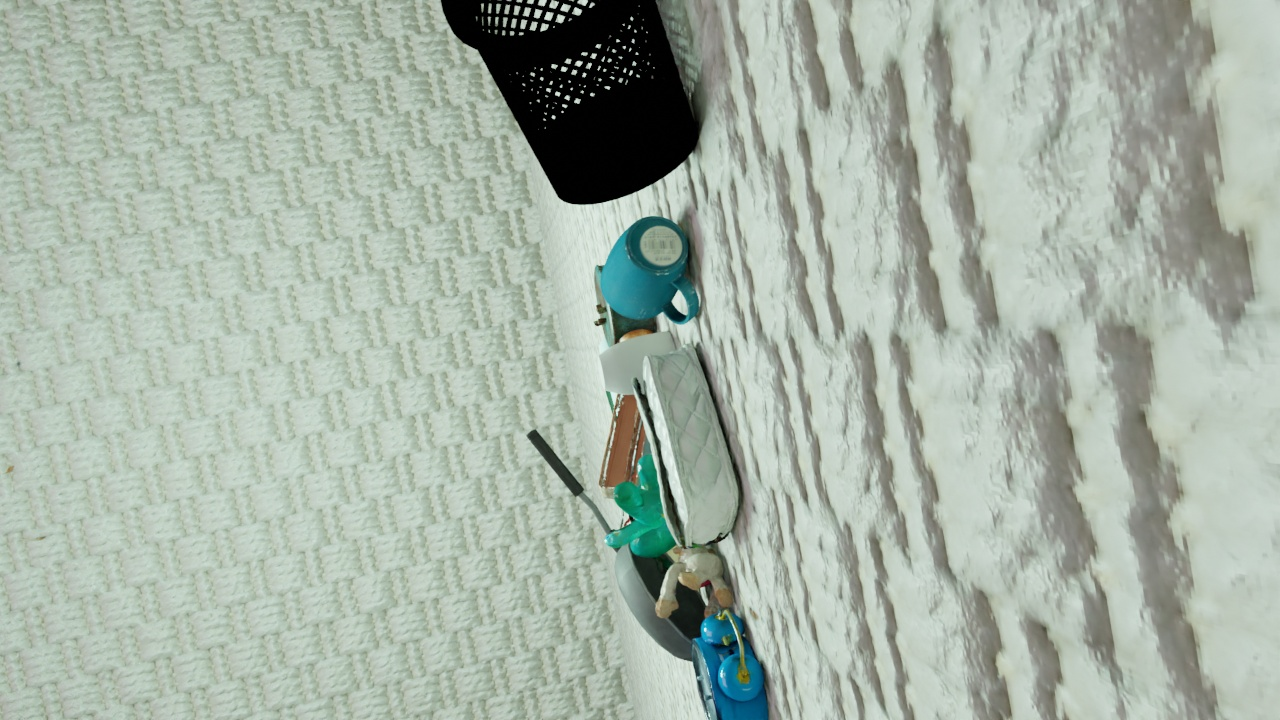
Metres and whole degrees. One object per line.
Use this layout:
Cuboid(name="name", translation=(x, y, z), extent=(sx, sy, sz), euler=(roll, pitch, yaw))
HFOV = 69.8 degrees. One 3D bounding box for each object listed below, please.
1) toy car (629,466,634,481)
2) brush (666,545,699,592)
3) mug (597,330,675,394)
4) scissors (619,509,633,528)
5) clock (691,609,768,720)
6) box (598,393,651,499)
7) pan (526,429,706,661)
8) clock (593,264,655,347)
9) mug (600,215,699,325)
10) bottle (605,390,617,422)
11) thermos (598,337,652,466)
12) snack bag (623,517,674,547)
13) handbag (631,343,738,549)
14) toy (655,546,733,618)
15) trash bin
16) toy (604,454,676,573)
Cuboid(name="toy car", translation=(0.006, 0.146, 1.305), extent=(0.092, 0.037, 0.040), euler=(-56, -29, -43))
Cuboid(name="brush", translation=(0.042, 0.281, 1.326), extent=(0.089, 0.043, 0.228), euler=(93, 164, -60))
Cuboid(name="mug", translation=(-0.007, 0.007, 1.132), extent=(0.107, 0.089, 0.071), euler=(-174, 73, -82))
Cuboid(name="scissors", translation=(-0.012, 0.171, 1.373), extent=(0.202, 0.015, 0.202), euler=(-153, 67, -74))
Cuboid(name="clock", translation=(0.096, 0.342, 0.991), extent=(0.116, 0.060, 0.162), euler=(-111, 14, -55))
Cuboid(name="box", translation=(-0.006, 0.094, 1.163), extent=(0.186, 0.085, 0.048), euler=(-81, -28, -43))
Cuboid(name="pan", translation=(-0.029, 0.231, 1.147), extent=(0.357, 0.041, 0.178), euler=(51, -170, 3))
Cuboid(name="clock", translation=(-0.024, -0.056, 1.229), extent=(0.121, 0.073, 0.157), euler=(144, 114, -81))
Cuboid(name="mug", translation=(0.017, -0.086, 0.930), extent=(0.112, 0.084, 0.104), euler=(49, 161, 7))
Cuboid(name="bottle", translation=(-0.015, 0.060, 1.363), extent=(0.131, 0.061, 0.061), euler=(-110, 9, -48))
Cuboid(name="thermos", translation=(-0.005, 0.054, 1.274), extent=(0.078, 0.065, 0.206), euler=(-42, 47, 30))
Cuboid(name="snack bag", translation=(0.020, 0.307, 1.408), extent=(0.082, 0.082, 0.176), euler=(95, 163, -64))
Cuboid(name="handbag", translation=(0.042, 0.090, 0.967), extent=(0.139, 0.072, 0.194), euler=(90, 167, -61))
Cuboid(name="toy", translation=(0.058, 0.248, 1.062), extent=(0.105, 0.085, 0.074), euler=(-96, 22, -51))
Cuboid(name="trash bin", translation=(-0.049, -0.257, 0.805), extent=(0.196, 0.195, 0.199), euler=(109, 140, -75))
Cuboid(name="toy", translation=(0.019, 0.183, 1.078), extent=(0.072, 0.130, 0.193), euler=(30, 158, 33))
